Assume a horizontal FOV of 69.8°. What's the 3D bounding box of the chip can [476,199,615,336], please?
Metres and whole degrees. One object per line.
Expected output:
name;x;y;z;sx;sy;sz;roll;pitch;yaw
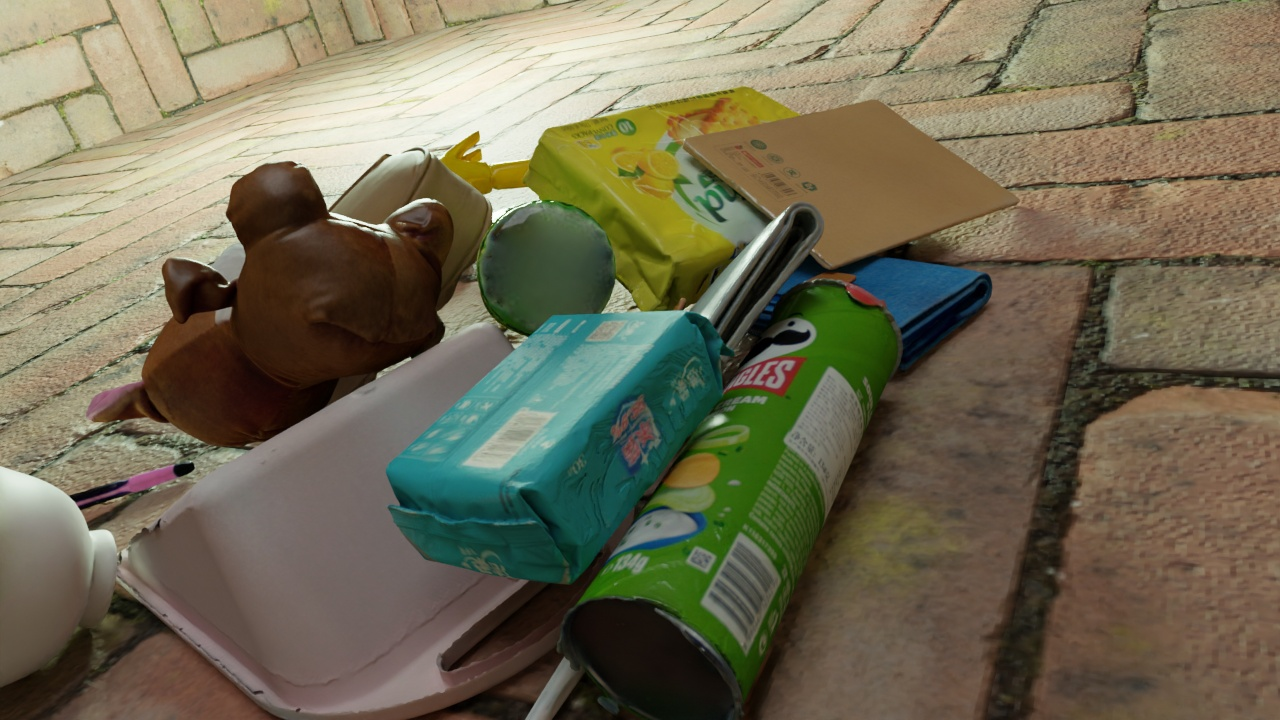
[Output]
chip can;-0.063;-0.050;0.559;0.072;0.072;0.221;-19;5;-8

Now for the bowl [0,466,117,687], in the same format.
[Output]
bowl;-0.304;0.108;0.457;0.064;0.118;0.118;12;3;-44

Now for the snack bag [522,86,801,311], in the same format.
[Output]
snack bag;0.051;-0.119;0.655;0.245;0.068;0.158;-23;56;-33

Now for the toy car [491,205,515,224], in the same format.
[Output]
toy car;-0.112;-0.116;0.834;0.049;0.031;0.106;-33;38;-33

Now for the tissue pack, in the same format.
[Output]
tissue pack;-0.031;0.028;0.376;0.093;0.050;0.133;1;37;43

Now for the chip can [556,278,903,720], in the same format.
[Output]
chip can;0.053;0.048;0.397;0.072;0.072;0.235;2;32;29

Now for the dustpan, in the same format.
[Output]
dustpan;-0.136;0.091;0.483;0.222;0.139;0.274;-35;5;-32

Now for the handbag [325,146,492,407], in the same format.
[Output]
handbag;-0.190;-0.052;0.640;0.204;0.100;0.147;-46;34;5

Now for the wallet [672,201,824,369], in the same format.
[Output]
wallet;0.035;-0.021;0.482;0.106;0.037;0.130;-50;1;-20

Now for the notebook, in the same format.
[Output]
notebook;0.151;-0.131;0.642;0.207;0.008;0.148;-21;54;-34

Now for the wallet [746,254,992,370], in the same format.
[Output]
wallet;0.127;-0.037;0.560;0.106;0.040;0.133;-29;28;-33

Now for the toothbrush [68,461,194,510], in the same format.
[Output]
toothbrush;-0.382;0.096;0.593;0.189;0.014;0.018;-18;15;-6

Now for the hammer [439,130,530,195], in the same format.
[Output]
hammer;-0.043;-0.184;0.864;0.300;0.033;0.128;-9;42;-14

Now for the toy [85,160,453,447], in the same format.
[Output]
toy;-0.197;-0.021;0.492;0.200;0.140;0.130;-40;58;32

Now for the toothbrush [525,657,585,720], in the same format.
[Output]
toothbrush;-0.034;0.133;0.341;0.016;0.016;0.179;9;35;25
